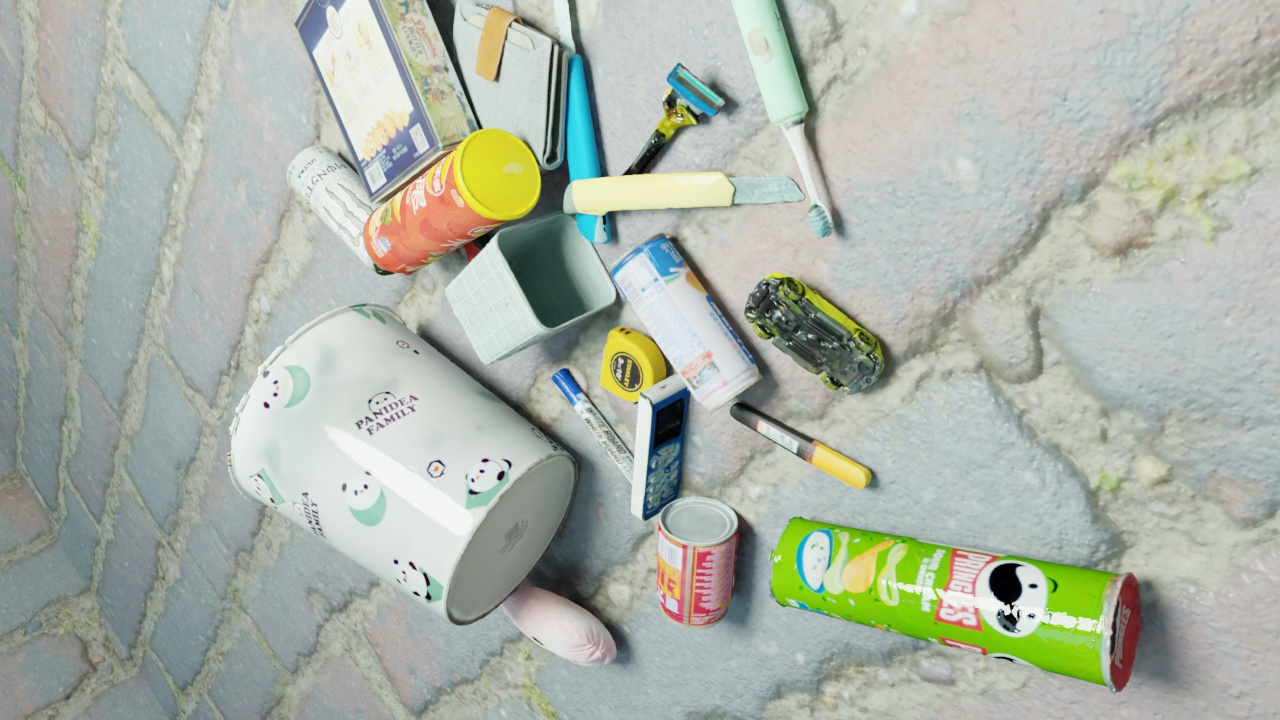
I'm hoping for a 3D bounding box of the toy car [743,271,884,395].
[{"bbox_3d":[0.122,-0.020,0.636,0.105,0.032,0.048,38,132,7],"label":"toy car"}]

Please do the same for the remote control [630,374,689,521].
[{"bbox_3d":[0.014,0.074,0.766,0.024,0.048,0.125,27,126,33],"label":"remote control"}]

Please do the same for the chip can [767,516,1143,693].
[{"bbox_3d":[0.203,0.158,0.625,0.236,0.072,0.072,3,112,41],"label":"chip can"}]

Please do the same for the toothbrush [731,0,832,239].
[{"bbox_3d":[0.086,-0.186,0.588,0.027,0.027,0.224,-12,102,38],"label":"toothbrush"}]

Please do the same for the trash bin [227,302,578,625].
[{"bbox_3d":[-0.213,0.103,0.872,0.252,0.228,0.230,31,128,20],"label":"trash bin"}]

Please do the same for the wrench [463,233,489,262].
[{"bbox_3d":[-0.173,-0.204,0.818,0.056,0.016,0.273,6,114,45],"label":"wrench"}]

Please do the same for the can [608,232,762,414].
[{"bbox_3d":[0.034,-0.028,0.694,0.134,0.053,0.053,55,135,6],"label":"can"}]

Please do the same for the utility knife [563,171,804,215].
[{"bbox_3d":[0.023,-0.121,0.670,0.202,0.021,0.031,7,124,36],"label":"utility knife"}]

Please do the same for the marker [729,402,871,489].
[{"bbox_3d":[0.119,0.062,0.693,0.124,0.015,0.018,28,125,32],"label":"marker"}]

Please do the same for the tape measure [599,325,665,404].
[{"bbox_3d":[-0.005,0.004,0.762,0.057,0.028,0.060,29,127,29],"label":"tape measure"}]

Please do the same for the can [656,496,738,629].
[{"bbox_3d":[0.047,0.171,0.772,0.066,0.066,0.094,21,123,33],"label":"can"}]

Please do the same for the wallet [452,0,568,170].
[{"bbox_3d":[-0.110,-0.223,0.728,0.130,0.036,0.107,35,133,35],"label":"wallet"}]

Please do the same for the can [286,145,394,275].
[{"bbox_3d":[-0.288,-0.150,0.916,0.147,0.058,0.058,43,133,17],"label":"can"}]

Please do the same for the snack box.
[{"bbox_3d":[-0.225,-0.247,0.800,0.178,0.045,0.182,-9,104,56],"label":"snack box"}]

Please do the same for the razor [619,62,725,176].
[{"bbox_3d":[0.011,-0.159,0.673,0.042,0.022,0.143,37,140,-7],"label":"razor"}]

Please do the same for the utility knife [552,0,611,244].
[{"bbox_3d":[-0.051,-0.206,0.706,0.034,0.018,0.234,19,123,50],"label":"utility knife"}]

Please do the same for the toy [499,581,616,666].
[{"bbox_3d":[-0.096,0.258,0.930,0.159,0.054,0.121,25,163,33],"label":"toy"}]

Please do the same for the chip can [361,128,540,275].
[{"bbox_3d":[-0.166,-0.128,0.777,0.217,0.073,0.073,-11,103,54],"label":"chip can"}]

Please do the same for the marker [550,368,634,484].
[{"bbox_3d":[-0.031,0.068,0.826,0.146,0.016,0.017,52,135,9],"label":"marker"}]

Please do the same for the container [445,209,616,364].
[{"bbox_3d":[-0.098,-0.057,0.775,0.112,0.089,0.090,-27,91,49],"label":"container"}]
